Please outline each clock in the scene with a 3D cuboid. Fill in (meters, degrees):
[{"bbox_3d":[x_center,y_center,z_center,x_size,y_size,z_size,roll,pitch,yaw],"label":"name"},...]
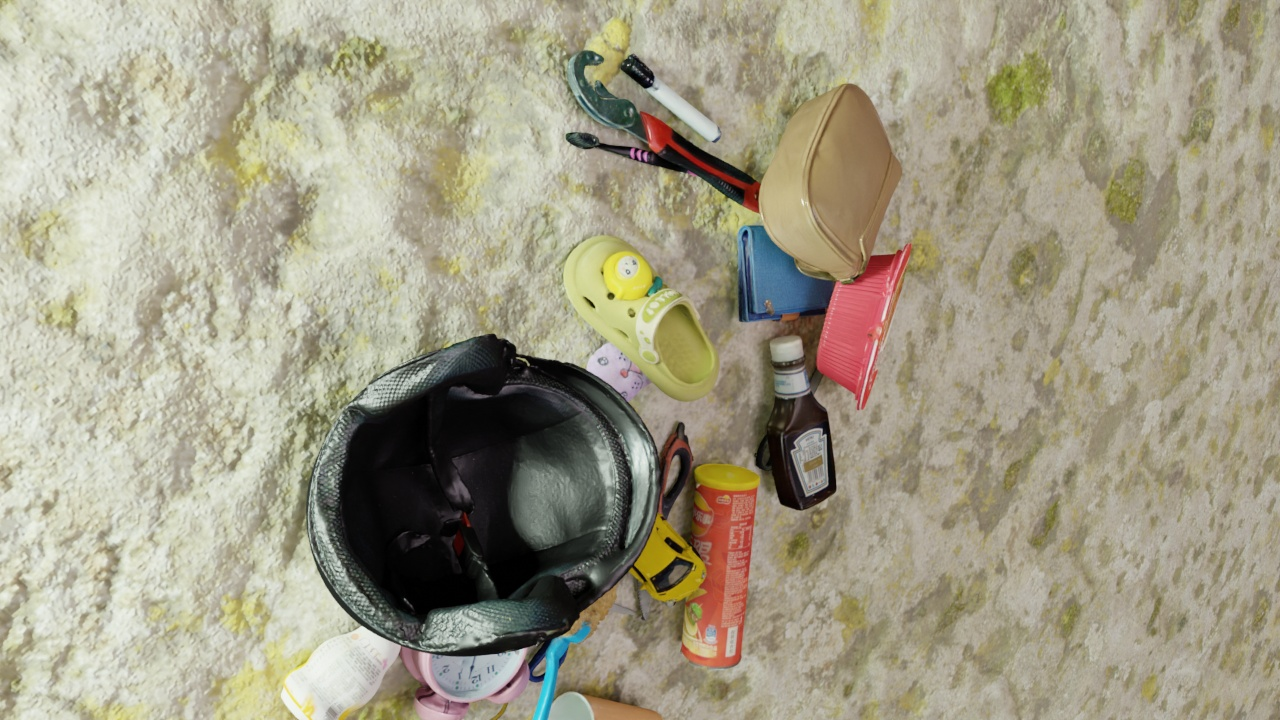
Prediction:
[{"bbox_3d":[-0.159,0.276,0.856,0.117,0.060,0.158,-12,109,-32],"label":"clock"}]

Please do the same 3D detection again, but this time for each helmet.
[{"bbox_3d":[-0.128,0.111,0.737,0.274,0.231,0.233,-10,80,-30],"label":"helmet"}]

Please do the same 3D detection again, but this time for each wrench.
[{"bbox_3d":[0.035,-0.213,0.902,0.273,0.016,0.056,27,69,-35],"label":"wrench"}]

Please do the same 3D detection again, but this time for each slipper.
[{"bbox_3d":[0.015,-0.045,0.868,0.190,0.082,0.091,48,59,-10],"label":"slipper"}]

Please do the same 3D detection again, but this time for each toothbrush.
[{"bbox_3d":[0.009,-0.198,0.895,0.189,0.018,0.014,6,91,-37],"label":"toothbrush"}]

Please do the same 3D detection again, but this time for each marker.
[{"bbox_3d":[0.033,-0.255,0.898,0.130,0.018,0.022,29,74,-35],"label":"marker"}]

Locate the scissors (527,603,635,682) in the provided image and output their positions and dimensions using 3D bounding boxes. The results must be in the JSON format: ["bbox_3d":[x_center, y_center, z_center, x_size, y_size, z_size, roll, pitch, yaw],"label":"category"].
[{"bbox_3d":[-0.071,0.253,0.942,0.172,0.012,0.162,28,80,-37],"label":"scissors"}]

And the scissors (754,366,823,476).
[{"bbox_3d":[0.195,0.063,1.087,0.174,0.014,0.137,-33,116,-28],"label":"scissors"}]

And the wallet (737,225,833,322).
[{"bbox_3d":[0.160,-0.096,1.009,0.132,0.040,0.106,-8,99,-37],"label":"wallet"}]

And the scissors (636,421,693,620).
[{"bbox_3d":[0.015,0.166,0.979,0.195,0.015,0.215,40,76,-34],"label":"scissors"}]

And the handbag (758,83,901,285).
[{"bbox_3d":[0.199,-0.185,0.971,0.148,0.100,0.204,45,56,-27],"label":"handbag"}]

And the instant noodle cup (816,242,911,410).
[{"bbox_3d":[0.245,-0.044,1.026,0.193,0.066,0.194,17,89,-73],"label":"instant noodle cup"}]

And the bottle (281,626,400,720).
[{"bbox_3d":[-0.250,0.265,0.788,0.108,0.063,0.063,-40,120,-21],"label":"bottle"}]

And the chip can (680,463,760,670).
[{"bbox_3d":[0.087,0.226,1.008,0.073,0.073,0.217,-4,102,-34],"label":"chip can"}]

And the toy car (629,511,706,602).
[{"bbox_3d":[0.011,0.193,0.942,0.071,0.041,0.156,-39,113,4],"label":"toy car"}]

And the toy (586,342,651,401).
[{"bbox_3d":[-0.005,0.005,0.914,0.107,0.039,0.084,-29,101,-27],"label":"toy"}]

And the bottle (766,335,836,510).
[{"bbox_3d":[0.178,0.069,1.040,0.079,0.044,0.195,-21,108,-32],"label":"bottle"}]

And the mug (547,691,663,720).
[{"bbox_3d":[-0.033,0.394,0.965,0.122,0.078,0.078,25,85,-41],"label":"mug"}]

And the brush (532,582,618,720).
[{"bbox_3d":[-0.082,0.299,0.871,0.083,0.046,0.254,56,47,-49],"label":"brush"}]
